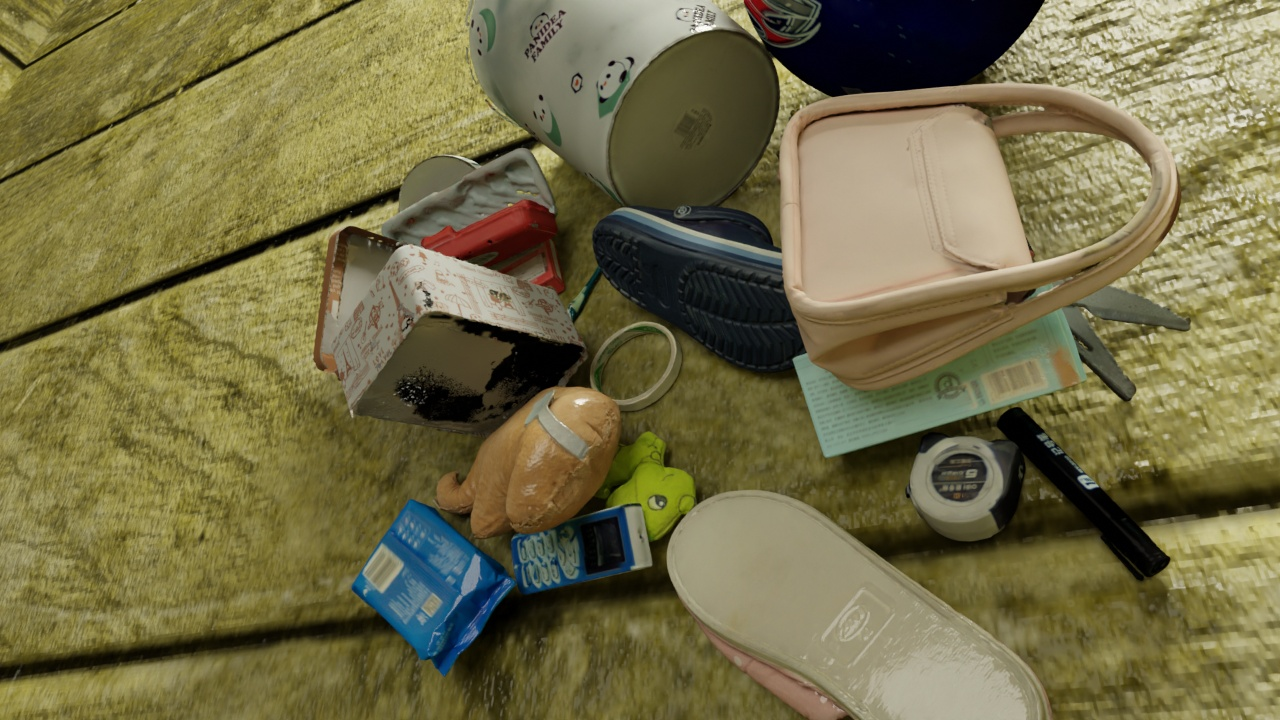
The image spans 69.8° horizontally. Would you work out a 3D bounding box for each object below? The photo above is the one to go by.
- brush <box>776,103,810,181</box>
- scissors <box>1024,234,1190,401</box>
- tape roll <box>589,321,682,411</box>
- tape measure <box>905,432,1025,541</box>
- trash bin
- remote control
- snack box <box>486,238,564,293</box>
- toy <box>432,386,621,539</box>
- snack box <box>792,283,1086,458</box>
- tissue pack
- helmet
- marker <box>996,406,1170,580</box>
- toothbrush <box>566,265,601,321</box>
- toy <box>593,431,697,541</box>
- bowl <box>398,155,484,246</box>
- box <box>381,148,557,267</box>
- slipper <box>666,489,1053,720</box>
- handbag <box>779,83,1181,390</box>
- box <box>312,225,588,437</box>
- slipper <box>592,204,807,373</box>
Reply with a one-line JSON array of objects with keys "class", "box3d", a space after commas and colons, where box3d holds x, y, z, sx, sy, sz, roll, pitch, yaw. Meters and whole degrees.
[{"class": "brush", "box3d": [0.191, -0.175, 0.769, 0.146, 0.073, 0.063, 4, 61, 30]}, {"class": "scissors", "box3d": [0.248, -0.059, 0.632, 0.226, 0.015, 0.189, -8, 82, 28]}, {"class": "tape roll", "box3d": [-0.005, 0.005, 0.804, 0.086, 0.014, 0.085, -17, 51, 22]}, {"class": "tape measure", "box3d": [0.209, 0.082, 0.595, 0.066, 0.033, 0.065, 7, 60, 38]}, {"class": "trash bin", "box3d": [-0.013, -0.273, 0.881, 0.229, 0.229, 0.252, -41, 52, 0]}, {"class": "remote control", "box3d": [-0.047, 0.145, 0.702, 0.125, 0.024, 0.049, -21, 73, 34]}, {"class": "snack box", "box3d": [-0.152, -0.069, 0.946, 0.153, 0.025, 0.075, -28, 47, 13]}, {"class": "toy", "box3d": [-0.095, 0.084, 0.757, 0.143, 0.082, 0.227, -50, 16, -30]}, {"class": "snack box", "box3d": [0.197, 0.007, 0.617, 0.175, 0.051, 0.074, -21, 79, 25]}, {"class": "tissue pack", "box3d": [-0.170, 0.183, 0.755, 0.157, 0.052, 0.095, 25, 76, 42]}, {"class": "helmet", "box3d": [0.200, -0.355, 0.782, 0.241, 0.247, 0.315, -47, 35, 27]}, {"class": "marker", "box3d": [0.270, 0.079, 0.568, 0.022, 0.020, 0.132, -58, 41, 26]}, {"class": "toothbrush", "box3d": [-0.069, -0.047, 0.880, 0.016, 0.018, 0.191, 15, 67, 39]}, {"class": "toy", "box3d": [0.001, 0.101, 0.718, 0.097, 0.031, 0.100, -22, 45, 25]}, {"class": "bowl", "box3d": [-0.198, -0.165, 1.004, 0.117, 0.116, 0.066, -19, 5, 20]}, {"class": "box", "box3d": [-0.187, -0.138, 0.928, 0.202, 0.095, 0.101, -22, 82, 22]}, {"class": "slipper", "box3d": [0.123, 0.167, 0.574, 0.275, 0.054, 0.114, 25, 74, 45]}, {"class": "handbag", "box3d": [0.207, -0.095, 0.577, 0.235, 0.093, 0.193, -13, 53, 20]}, {"class": "box", "box3d": [-0.176, -0.039, 0.810, 0.155, 0.182, 0.184, -46, 52, 25]}, {"class": "slipper", "box3d": [0.067, -0.072, 0.763, 0.253, 0.105, 0.095, 24, 53, 40]}]
